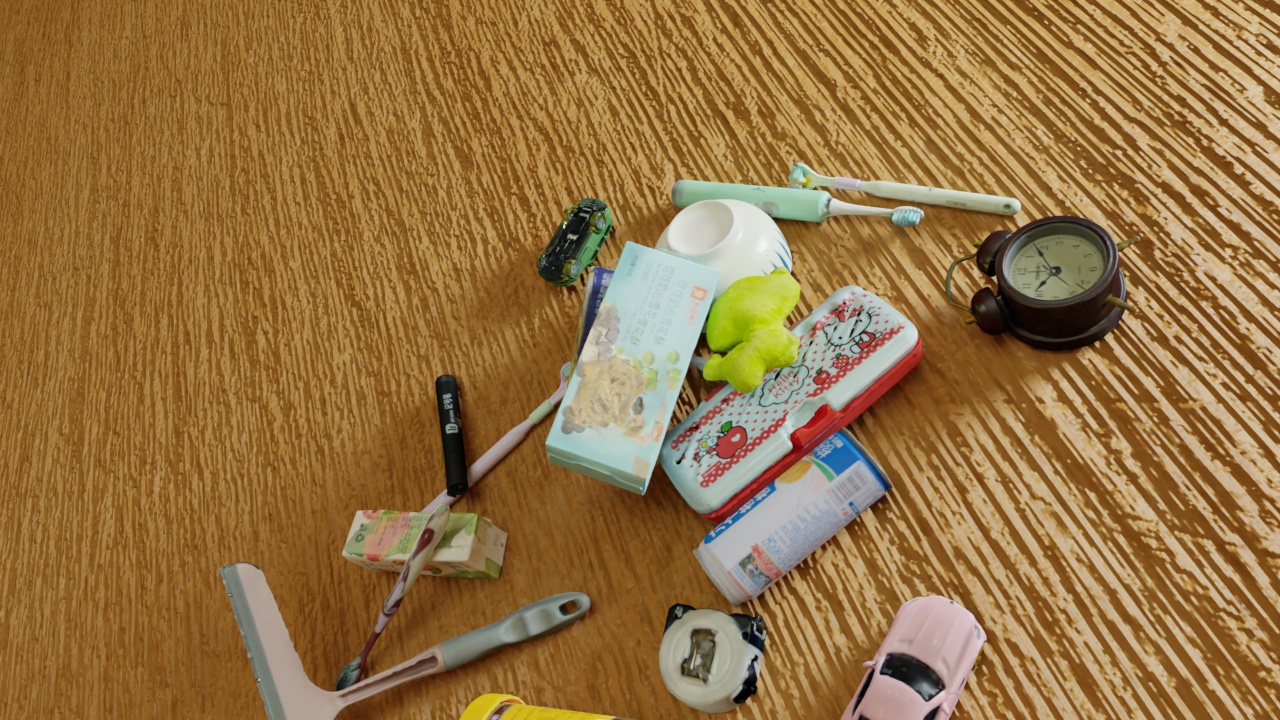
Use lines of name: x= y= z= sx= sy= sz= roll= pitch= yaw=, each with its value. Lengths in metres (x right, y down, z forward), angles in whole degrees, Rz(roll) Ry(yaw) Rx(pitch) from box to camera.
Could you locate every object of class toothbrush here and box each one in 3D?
toothbrush: x=0.207 y=-0.135 z=0.739 sx=0.190 sy=0.029 sz=0.020 roll=15 pitch=29 yaw=32
toothbrush: x=-0.118 y=0.074 z=0.778 sx=0.189 sy=0.021 sz=0.029 roll=-43 pitch=73 yaw=1
toothbrush: x=0.126 y=-0.131 z=0.772 sx=0.225 sy=0.026 sz=0.027 roll=12 pitch=46 yaw=31
toothbrush: x=-0.193 y=0.186 z=0.707 sx=0.016 sy=0.017 sz=0.188 roll=36 pitch=106 yaw=18

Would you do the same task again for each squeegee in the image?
squeegee: x=-0.152 y=0.224 z=0.684 sx=0.249 sy=0.040 sz=0.247 roll=-22 pitch=80 yaw=-1

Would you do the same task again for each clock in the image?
clock: x=0.274 y=-0.054 z=0.632 sx=0.122 sy=0.055 sz=0.082 roll=2 pitch=63 yaw=30

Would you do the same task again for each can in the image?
can: x=-0.029 y=-0.006 z=0.737 sx=0.049 sy=0.075 sz=0.148 roll=10 pitch=66 yaw=-3
can: x=0.102 y=0.107 z=0.624 sx=0.134 sy=0.053 sz=0.053 roll=-39 pitch=52 yaw=1

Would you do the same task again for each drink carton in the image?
drink carton: x=-0.172 y=0.147 z=0.742 sx=0.123 sy=0.053 sz=0.045 roll=-4 pitch=60 yaw=24

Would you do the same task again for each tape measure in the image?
tape measure: x=0.047 y=0.199 z=0.611 sx=0.066 sy=0.033 sz=0.065 roll=-2 pitch=61 yaw=28

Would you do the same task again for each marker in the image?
marker: x=-0.164 y=0.063 z=0.796 sx=0.022 sy=0.020 sz=0.132 roll=-58 pitch=33 yaw=32

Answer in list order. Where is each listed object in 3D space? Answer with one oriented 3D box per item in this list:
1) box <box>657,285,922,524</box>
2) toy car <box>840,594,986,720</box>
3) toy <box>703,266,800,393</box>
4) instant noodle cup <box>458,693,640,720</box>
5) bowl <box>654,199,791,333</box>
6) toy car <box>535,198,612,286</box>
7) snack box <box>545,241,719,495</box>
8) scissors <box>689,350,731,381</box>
box: x=0.103 y=0.027 z=0.658 sx=0.201 sy=0.047 sz=0.086 roll=-40 pitch=47 yaw=1
toy car: x=0.161 y=0.197 z=0.552 sx=0.056 sy=0.037 sz=0.122 roll=23 pitch=73 yaw=34
toy: x=0.080 y=-0.025 z=0.671 sx=0.097 sy=0.031 sz=0.100 roll=-35 pitch=42 yaw=4
instant noodle cup: x=-0.049 y=0.271 z=0.570 sx=0.114 sy=0.118 sz=0.118 roll=-5 pitch=60 yaw=16
bowl: x=0.059 y=-0.088 z=0.751 sx=0.117 sy=0.066 sz=0.116 roll=-14 pitch=53 yaw=18
toy car: x=-0.059 y=-0.107 z=0.845 sx=0.043 sy=0.036 sz=0.091 roll=20 pitch=71 yaw=33
snack box: x=-0.004 y=0.004 z=0.667 sx=0.074 sy=0.052 sz=0.174 roll=18 pitch=70 yaw=5
scissors: x=0.089 y=0.021 z=0.709 sx=0.160 sy=0.014 sz=0.177 roll=-8 pitch=57 yaw=23
